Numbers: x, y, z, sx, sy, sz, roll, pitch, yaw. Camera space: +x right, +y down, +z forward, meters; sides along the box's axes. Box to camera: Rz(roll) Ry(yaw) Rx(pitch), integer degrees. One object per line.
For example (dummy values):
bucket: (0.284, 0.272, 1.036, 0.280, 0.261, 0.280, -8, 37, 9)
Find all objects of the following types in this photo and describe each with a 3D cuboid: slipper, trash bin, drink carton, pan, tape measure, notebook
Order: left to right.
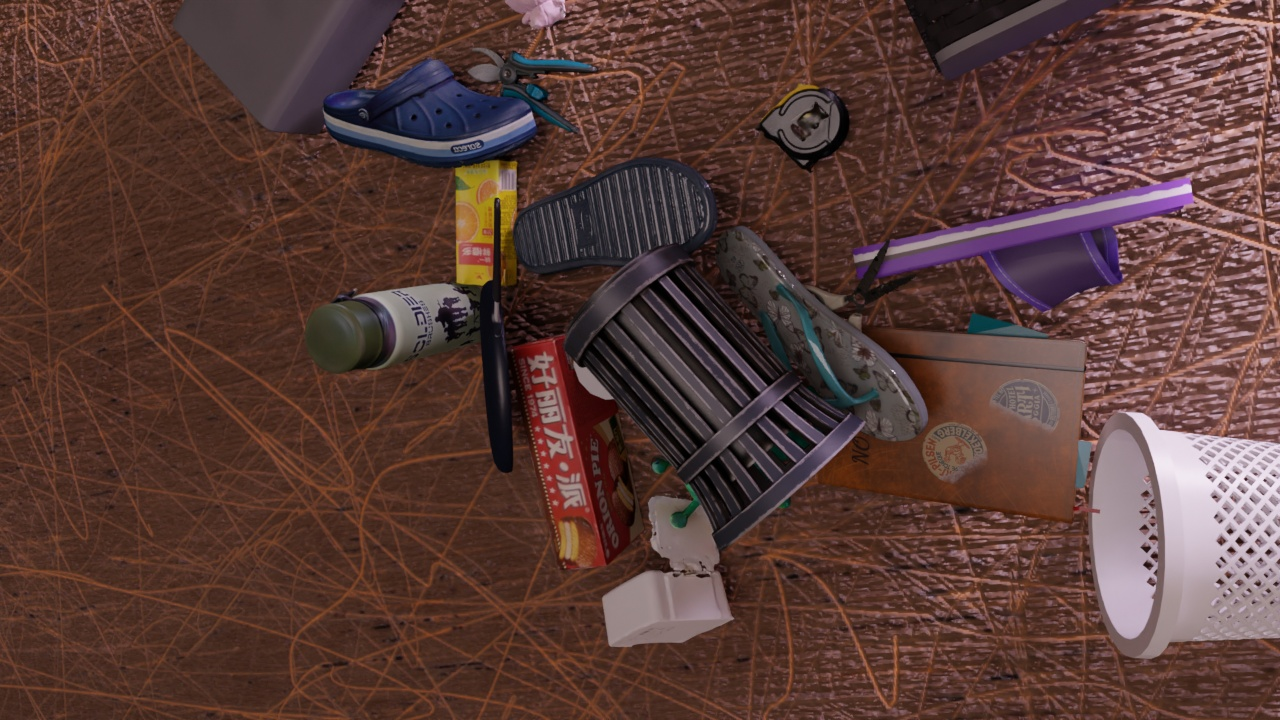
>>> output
trash bin: (-0.382, -0.395, 1.010, 0.192, 0.097, 0.220, 47, 113, 8)
slipper: (-0.233, -0.265, 0.963, 0.253, 0.104, 0.095, 11, 122, 22)
drink carton: (-0.167, -0.149, 0.998, 0.059, 0.042, 0.134, 5, 101, 23)
pan: (-0.141, -0.028, 0.883, 0.021, 0.357, 0.198, -4, 56, -12)
slipper: (-0.019, -0.142, 0.928, 0.264, 0.082, 0.101, -4, 97, 41)
trash bin: (0.054, 0.024, 0.799, 0.227, 0.164, 0.165, 48, 112, 9)
slipper: (0.149, -0.015, 0.858, 0.268, 0.054, 0.098, 49, 151, 24)
tape measure: (0.157, -0.221, 0.858, 0.071, 0.042, 0.072, 47, 109, 11)
notebook: (0.286, 0.046, 0.845, 0.250, 0.014, 0.178, 6, 102, 31)
slipper: (0.321, -0.082, 0.784, 0.267, 0.107, 0.084, -10, 94, 29)
trash bin: (0.489, 0.140, 0.726, 0.200, 0.195, 0.195, 0, 100, 12)

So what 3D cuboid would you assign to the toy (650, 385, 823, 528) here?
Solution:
toy: (0.101, 0.092, 0.914, 0.194, 0.072, 0.130, -30, 71, 20)

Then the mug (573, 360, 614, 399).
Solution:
mug: (-0.006, 0.005, 0.935, 0.105, 0.089, 0.074, 46, 112, 8)

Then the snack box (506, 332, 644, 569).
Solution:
snack box: (-0.064, 0.089, 0.961, 0.060, 0.113, 0.236, -11, 95, 22)

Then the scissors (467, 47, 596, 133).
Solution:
scissors: (-0.109, -0.293, 0.962, 0.125, 0.019, 0.156, -32, 88, 22)

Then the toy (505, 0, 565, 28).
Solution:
toy: (-0.117, -0.393, 0.933, 0.064, 0.047, 0.110, -27, 86, 15)

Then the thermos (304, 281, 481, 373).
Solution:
thermos: (-0.246, -0.040, 0.945, 0.082, 0.231, 0.082, 4, 101, 22)

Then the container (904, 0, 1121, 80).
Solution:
container: (0.284, -0.375, 0.675, 0.248, 0.245, 0.243, -22, 94, 23)

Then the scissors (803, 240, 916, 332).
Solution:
scissors: (0.186, -0.048, 0.839, 0.162, 0.012, 0.158, 26, 136, 44)

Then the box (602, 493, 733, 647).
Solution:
box: (0.026, 0.213, 0.954, 0.129, 0.108, 0.136, -42, 53, 42)
